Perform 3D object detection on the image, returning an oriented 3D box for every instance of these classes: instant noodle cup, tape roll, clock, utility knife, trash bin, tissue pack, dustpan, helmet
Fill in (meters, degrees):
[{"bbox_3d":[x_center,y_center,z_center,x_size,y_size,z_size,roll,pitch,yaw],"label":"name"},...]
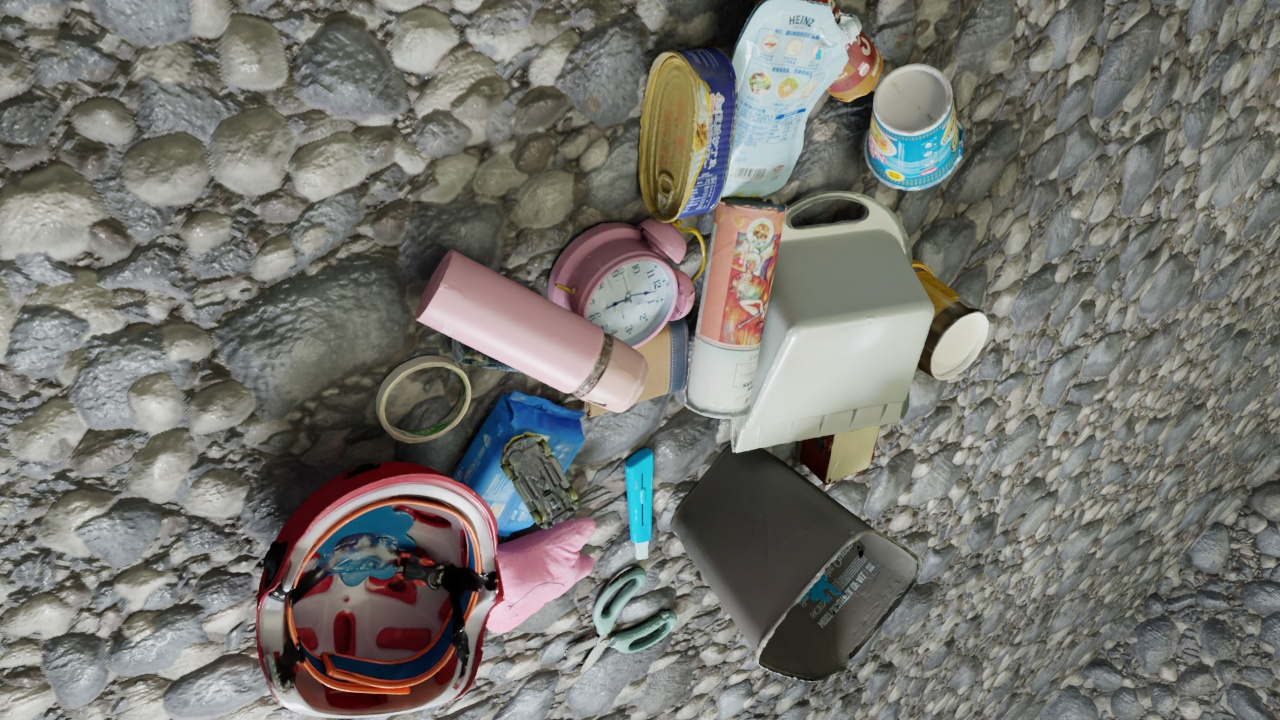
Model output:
[{"bbox_3d":[0.263,-0.230,0.886,0.099,0.099,0.110,-49,160,3],"label":"instant noodle cup"},{"bbox_3d":[-0.194,0.035,0.824,0.085,0.014,0.086,-19,131,-24],"label":"tape roll"},{"bbox_3d":[-0.006,-0.072,0.853,0.158,0.060,0.117,-30,135,-17],"label":"clock"},{"bbox_3d":[0.001,0.174,1.070,0.034,0.018,0.179,-22,133,-24],"label":"utility knife"},{"bbox_3d":[0.173,0.229,1.093,0.199,0.220,0.198,-51,135,5],"label":"trash bin"},{"bbox_3d":[-0.126,0.103,0.898,0.095,0.052,0.157,20,107,-42],"label":"tissue pack"},{"bbox_3d":[0.337,-0.045,1.091,0.118,0.114,0.119,-20,130,-26],"label":"instant noodle cup"},{"bbox_3d":[0.202,-0.044,1.007,0.222,0.142,0.258,-9,143,-14],"label":"dustpan"},{"bbox_3d":[-0.235,0.184,0.814,0.206,0.144,0.240,9,103,-34],"label":"helmet"}]

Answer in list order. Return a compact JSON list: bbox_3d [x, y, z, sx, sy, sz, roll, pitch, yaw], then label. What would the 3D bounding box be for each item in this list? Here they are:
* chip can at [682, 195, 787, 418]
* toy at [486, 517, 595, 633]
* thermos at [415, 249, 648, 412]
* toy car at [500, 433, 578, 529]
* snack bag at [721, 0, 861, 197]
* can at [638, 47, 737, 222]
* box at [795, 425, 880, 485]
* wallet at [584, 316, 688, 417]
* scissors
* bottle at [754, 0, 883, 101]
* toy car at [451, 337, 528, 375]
[{"bbox_3d":[0.092,-0.054,0.910,0.071,0.071,0.215,-6,114,-34],"label":"chip can"},{"bbox_3d":[-0.125,0.235,0.980,0.194,0.074,0.179,-9,140,-38],"label":"toy"},{"bbox_3d":[-0.091,-0.019,0.786,0.198,0.087,0.067,27,72,-23],"label":"thermos"},{"bbox_3d":[-0.097,0.111,0.864,0.048,0.032,0.105,-33,122,-12],"label":"toy car"},{"bbox_3d":[0.115,-0.227,0.806,0.110,0.038,0.191,3,139,-18],"label":"snack bag"},{"bbox_3d":[0.040,-0.193,0.790,0.049,0.074,0.148,-18,130,-31],"label":"can"},{"bbox_3d":[0.260,0.073,1.145,0.091,0.077,0.169,-17,130,-25],"label":"box"},{"bbox_3d":[-0.006,0.005,0.932,0.115,0.033,0.090,-18,127,-25],"label":"wallet"},{"bbox_3d":[-0.017,0.323,1.166,0.170,0.019,0.179,-9,126,-31],"label":"scissors"},{"bbox_3d":[0.150,-0.296,0.808,0.174,0.057,0.057,26,103,-44],"label":"bottle"},{"bbox_3d":[-0.128,-0.009,0.823,0.090,0.043,0.034,8,150,-39],"label":"toy car"}]
